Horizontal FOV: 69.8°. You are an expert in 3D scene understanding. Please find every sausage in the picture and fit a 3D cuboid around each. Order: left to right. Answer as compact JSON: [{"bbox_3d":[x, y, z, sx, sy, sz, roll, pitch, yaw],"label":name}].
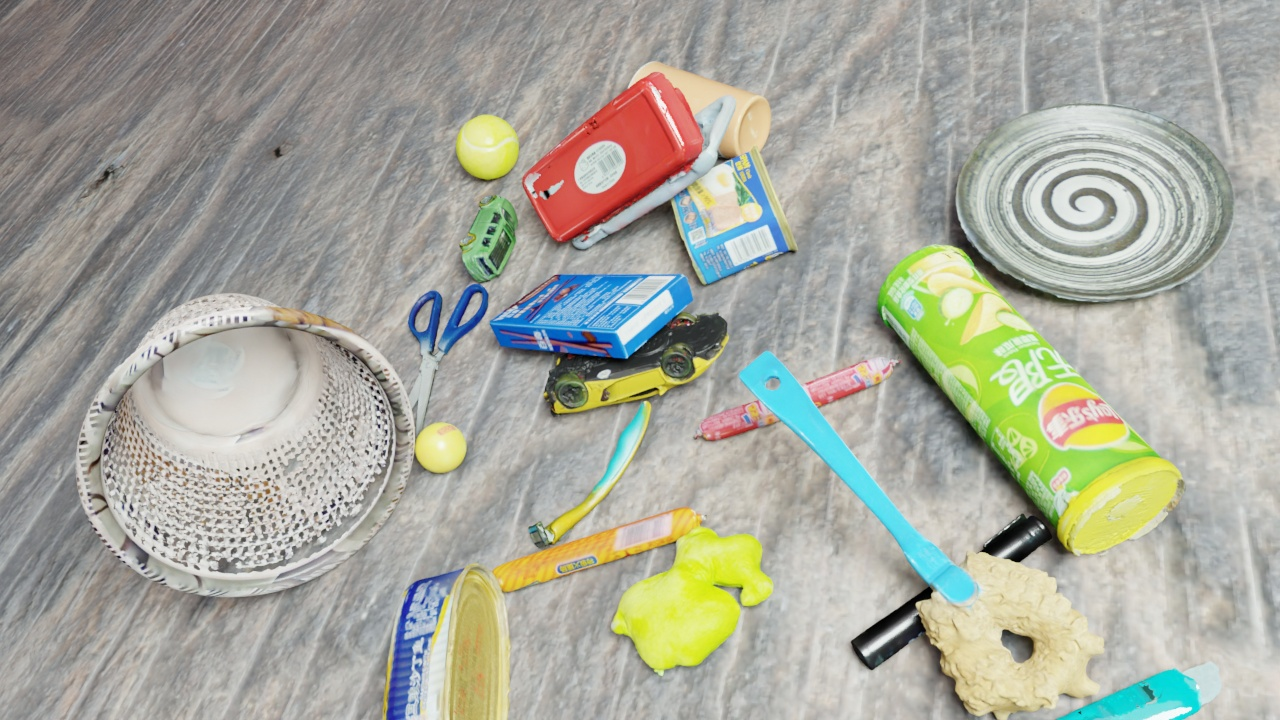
[{"bbox_3d":[-0.032,0.131,0.633,0.165,0.021,0.021,-19,47,11],"label":"sausage"},{"bbox_3d":[0.110,0.028,0.651,0.156,0.020,0.020,-21,47,9],"label":"sausage"}]

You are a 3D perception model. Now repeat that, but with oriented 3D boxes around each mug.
[{"bbox_3d":[0.055,-0.228,0.853,0.123,0.078,0.078,24,66,33],"label":"mug"}]

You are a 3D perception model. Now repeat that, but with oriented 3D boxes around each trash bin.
[{"bbox_3d":[-0.318,0.041,0.732,0.227,0.227,0.192,-41,35,-10],"label":"trash bin"}]

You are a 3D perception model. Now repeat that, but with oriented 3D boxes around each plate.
[{"bbox_3d":[0.317,-0.112,0.650,0.179,0.024,0.179,-7,59,11],"label":"plate"}]

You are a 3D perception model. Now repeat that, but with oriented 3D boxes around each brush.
[{"bbox_3d":[0.145,0.090,0.514,0.083,0.046,0.254,-41,70,0],"label":"brush"}]

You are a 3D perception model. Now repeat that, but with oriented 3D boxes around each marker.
[{"bbox_3d":[0.179,0.133,0.531,0.132,0.020,0.022,-34,38,-4],"label":"marker"}]

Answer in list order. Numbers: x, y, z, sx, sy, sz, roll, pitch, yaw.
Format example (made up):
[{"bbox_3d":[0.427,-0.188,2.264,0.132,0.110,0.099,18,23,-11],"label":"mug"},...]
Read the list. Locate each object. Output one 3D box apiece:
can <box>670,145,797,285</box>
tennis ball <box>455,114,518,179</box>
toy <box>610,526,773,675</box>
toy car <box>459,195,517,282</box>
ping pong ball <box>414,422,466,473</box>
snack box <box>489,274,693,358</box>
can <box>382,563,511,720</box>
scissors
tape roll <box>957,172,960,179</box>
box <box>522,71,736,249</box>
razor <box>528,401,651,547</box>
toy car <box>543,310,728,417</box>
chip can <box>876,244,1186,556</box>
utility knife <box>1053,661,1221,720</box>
[{"bbox_3d":[0.075,-0.120,0.765,0.083,0.057,0.102,-22,47,12],"label":"can"},{"bbox_3d":[-0.159,-0.222,0.955,0.065,0.065,0.065,-13,49,15],"label":"tennis ball"},{"bbox_3d":[0.034,0.150,0.579,0.097,0.031,0.100,4,55,26],"label":"toy"},{"bbox_3d":[-0.141,-0.118,0.876,0.036,0.043,0.091,-5,53,26],"label":"toy car"},{"bbox_3d":[-0.159,0.070,0.732,0.040,0.040,0.040,-13,49,15],"label":"ping pong ball"},{"bbox_3d":[-0.042,-0.039,0.738,0.157,0.026,0.084,6,37,45],"label":"snack box"},{"bbox_3d":[-0.121,0.203,0.581,0.049,0.074,0.148,-18,48,15],"label":"can"},{"bbox_3d":[-0.179,-0.005,0.824,0.141,0.012,0.170,-30,48,1],"label":"scissors"},{"bbox_3d":[0.289,-0.138,0.705,0.086,0.014,0.085,-14,48,16],"label":"tape roll"},{"bbox_3d":[-0.004,-0.170,0.788,0.098,0.095,0.202,-34,7,-40],"label":"box"},{"bbox_3d":[-0.030,0.083,0.668,0.028,0.043,0.132,40,70,1],"label":"razor"},{"bbox_3d":[-0.004,0.004,0.704,0.156,0.041,0.071,-16,27,17],"label":"toy car"},{"bbox_3d":[0.228,0.013,0.570,0.072,0.072,0.221,-28,47,2],"label":"chip can"},{"bbox_3d":[0.218,0.192,0.467,0.164,0.013,0.029,-27,48,4],"label":"utility knife"}]
